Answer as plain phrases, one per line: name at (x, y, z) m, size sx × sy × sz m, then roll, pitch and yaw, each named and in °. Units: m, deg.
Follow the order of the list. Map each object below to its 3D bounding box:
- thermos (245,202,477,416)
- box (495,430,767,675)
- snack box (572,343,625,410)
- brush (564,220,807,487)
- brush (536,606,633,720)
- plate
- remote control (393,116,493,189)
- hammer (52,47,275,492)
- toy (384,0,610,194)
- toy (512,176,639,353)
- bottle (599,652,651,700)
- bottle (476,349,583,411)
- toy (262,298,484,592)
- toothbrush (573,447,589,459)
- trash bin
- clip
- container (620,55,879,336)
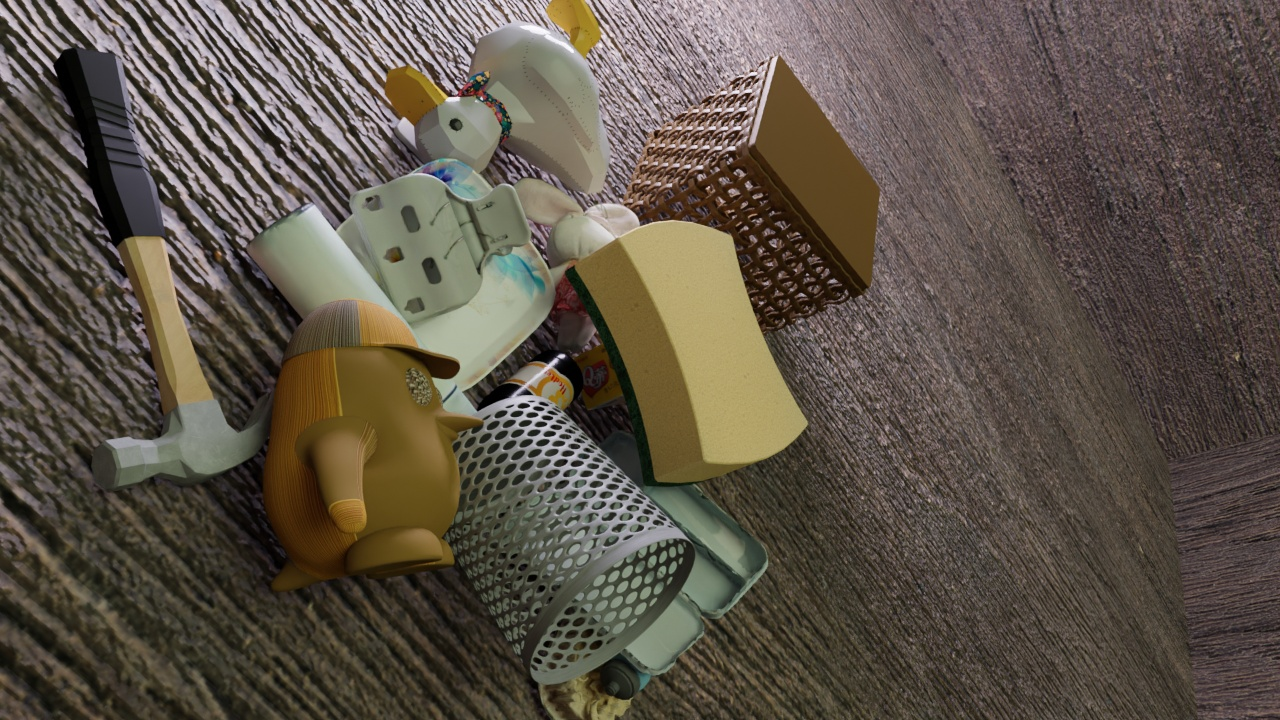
thermos at (-0.227, -0.020, 0.767) m, size 0.230 × 0.068 × 0.067 m, roll 54°, pitch 39°, yaw -14°
box at (-0.006, 0.175, 0.861) m, size 0.210 × 0.061 × 0.192 m, roll 37°, pitch 54°, yaw 20°
snack box at (-0.006, 0.006, 0.989) m, size 0.083 × 0.106 × 0.061 m, roll -9°, pitch 77°, yaw -52°
brush at (0.050, -0.010, 0.911) m, size 0.194 × 0.075 × 0.250 m, roll -11°, pitch 77°, yaw -52°
brush at (-0.016, 0.235, 0.894) m, size 0.083 × 0.057 × 0.270 m, roll 55°, pitch 39°, yaw -18°
plate at (-0.182, -0.079, 0.857) m, size 0.186 × 0.016 × 0.187 m, roll -46°, pitch 109°, yaw -32°
remote control at (-0.193, -0.196, 0.952) m, size 0.146 × 0.008 × 0.045 m, roll 45°, pitch 42°, yaw -25°
hammer at (-0.357, -0.070, 0.663) m, size 0.130 × 0.039 × 0.328 m, roll -11°, pitch 79°, yaw -53°
toy at (-0.127, -0.267, 0.967) m, size 0.246 × 0.141 × 0.266 m, roll 40°, pitch 52°, yaw -25°
toy at (-0.065, -0.103, 1.001) m, size 0.159 × 0.084 × 0.194 m, roll 8°, pitch 67°, yaw -27°
bottle at (0.007, 0.258, 0.827) m, size 0.129 × 0.040 × 0.040 m, roll -34°, pitch 98°, yaw -52°
bottle at (-0.122, 0.053, 0.861) m, size 0.059 × 0.059 × 0.181 m, roll 58°, pitch 38°, yaw -10°
toy at (-0.197, 0.055, 0.676) m, size 0.162 × 0.199 × 0.203 m, roll -8°, pitch 75°, yaw -7°
toothbrush at (-0.014, 0.117, 0.995) m, size 0.155 × 0.016 × 0.022 m, roll 22°, pitch 23°, yaw -44°
trash bin at (-0.074, 0.137, 0.747) m, size 0.156 × 0.157 × 0.183 m, roll 1°, pitch 37°, yaw -50°
clip at (-0.175, -0.109, 0.825) m, size 0.143 × 0.074 × 0.125 m, roll -25°, pitch 99°, yaw -30°
container at (0.148, -0.201, 1.197) m, size 0.251 × 0.215 × 0.219 m, roll 44°, pitch 42°, yaw -26°
